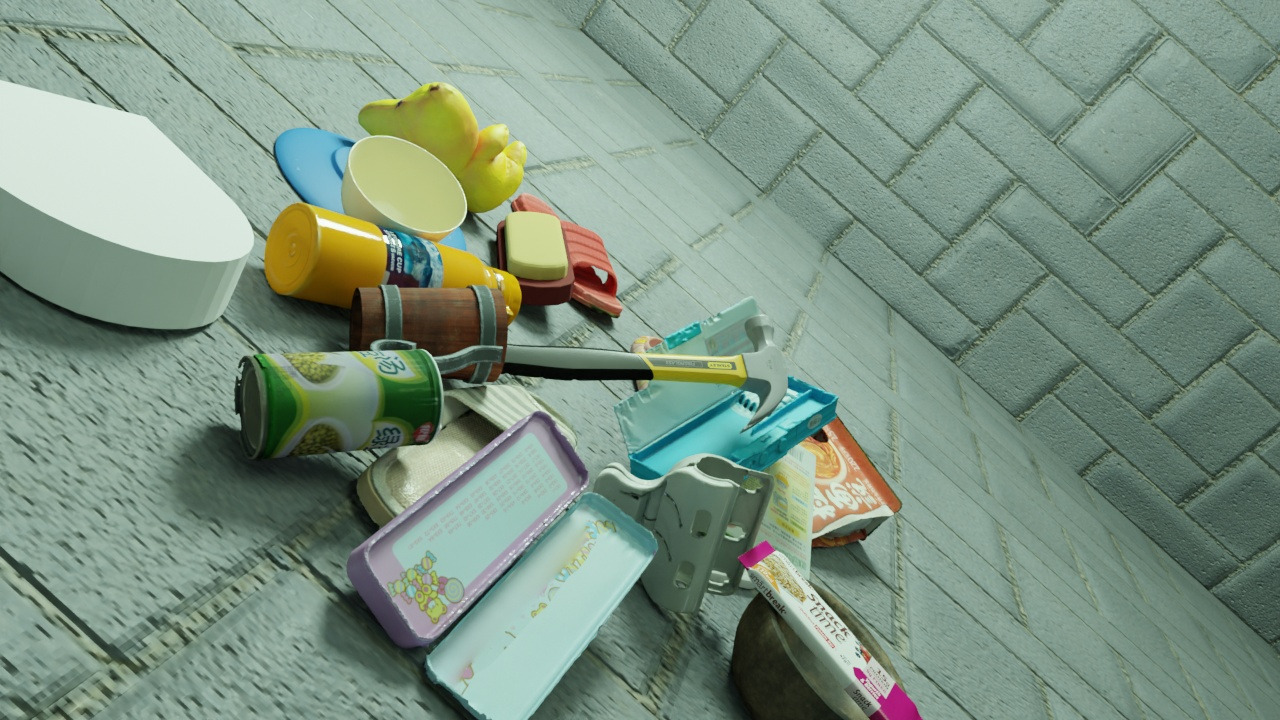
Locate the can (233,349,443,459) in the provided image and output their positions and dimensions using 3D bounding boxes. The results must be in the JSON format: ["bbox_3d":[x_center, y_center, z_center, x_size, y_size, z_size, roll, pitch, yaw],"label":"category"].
[{"bbox_3d":[-0.196,0.027,0.605,0.120,0.067,0.067,-2,45,-37],"label":"can"}]

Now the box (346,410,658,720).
[{"bbox_3d":[-0.082,0.133,0.622,0.151,0.041,0.213,46,35,2],"label":"box"}]

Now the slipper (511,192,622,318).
[{"bbox_3d":[-0.091,-0.151,1.195,0.103,0.059,0.248,16,31,-49],"label":"slipper"}]

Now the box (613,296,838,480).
[{"bbox_3d":[0.077,0.048,0.936,0.226,0.087,0.168,-27,72,-36],"label":"box"}]

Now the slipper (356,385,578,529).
[{"bbox_3d":[-0.121,0.072,0.721,0.114,0.054,0.272,40,21,9],"label":"slipper"}]

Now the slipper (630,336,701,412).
[{"bbox_3d":[0.047,0.022,1.064,0.093,0.082,0.197,25,25,-34],"label":"slipper"}]

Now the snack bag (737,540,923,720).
[{"bbox_3d":[0.156,0.227,0.740,0.196,0.016,0.070,48,21,18],"label":"snack bag"}]

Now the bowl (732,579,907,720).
[{"bbox_3d":[0.143,0.266,0.767,0.162,0.070,0.162,35,22,-17],"label":"bowl"}]

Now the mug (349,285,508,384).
[{"bbox_3d":[-0.165,-0.016,0.723,0.111,0.081,0.117,2,21,-26],"label":"mug"}]

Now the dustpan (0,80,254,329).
[{"bbox_3d":[-0.395,-0.116,0.654,0.258,0.053,0.191,39,18,26],"label":"dustpan"}]

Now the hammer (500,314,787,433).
[{"bbox_3d":[-0.005,0.005,0.861,0.323,0.029,0.127,3,57,-22],"label":"hammer"}]

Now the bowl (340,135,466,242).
[{"bbox_3d":[-0.235,-0.144,0.873,0.118,0.074,0.117,26,41,-25],"label":"bowl"}]

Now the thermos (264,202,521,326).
[{"bbox_3d":[-0.206,-0.066,0.811,0.232,0.076,0.091,13,60,-52],"label":"thermos"}]

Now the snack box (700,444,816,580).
[{"bbox_3d":[0.129,0.139,0.978,0.132,0.027,0.167,34,43,-20],"label":"snack box"}]

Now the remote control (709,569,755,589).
[{"bbox_3d":[0.067,0.189,0.866,0.136,0.013,0.043,23,28,-40],"label":"remote control"}]

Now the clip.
[{"bbox_3d":[0.027,0.139,0.758,0.151,0.127,0.105,14,17,-9],"label":"clip"}]

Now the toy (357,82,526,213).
[{"bbox_3d":[-0.224,-0.238,1.059,0.193,0.135,0.087,36,49,-60],"label":"toy"}]

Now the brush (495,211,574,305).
[{"bbox_3d":[-0.123,-0.125,1.059,0.082,0.042,0.173,3,33,-12],"label":"brush"}]

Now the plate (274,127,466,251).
[{"bbox_3d":[-0.275,-0.180,0.975,0.224,0.024,0.224,35,22,-17],"label":"plate"}]

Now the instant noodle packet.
[{"bbox_3d":[0.190,0.148,1.109,0.220,0.084,0.164,-1,50,-45],"label":"instant noodle packet"}]
